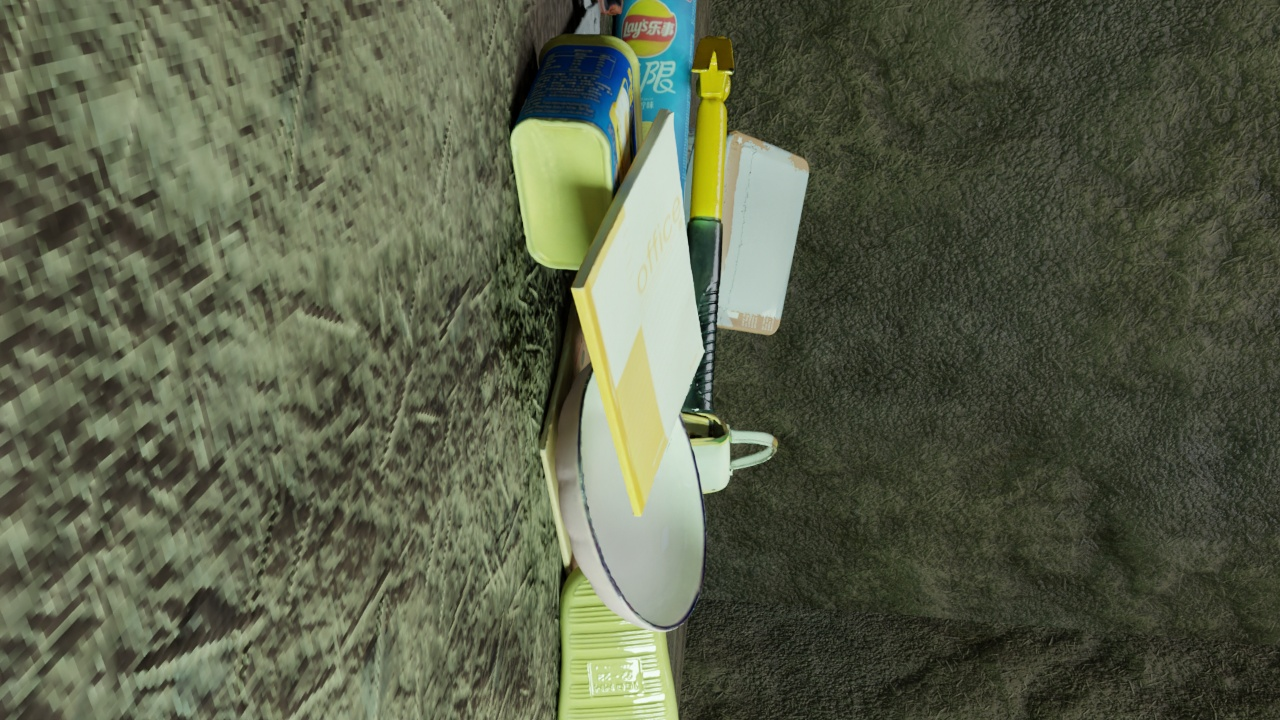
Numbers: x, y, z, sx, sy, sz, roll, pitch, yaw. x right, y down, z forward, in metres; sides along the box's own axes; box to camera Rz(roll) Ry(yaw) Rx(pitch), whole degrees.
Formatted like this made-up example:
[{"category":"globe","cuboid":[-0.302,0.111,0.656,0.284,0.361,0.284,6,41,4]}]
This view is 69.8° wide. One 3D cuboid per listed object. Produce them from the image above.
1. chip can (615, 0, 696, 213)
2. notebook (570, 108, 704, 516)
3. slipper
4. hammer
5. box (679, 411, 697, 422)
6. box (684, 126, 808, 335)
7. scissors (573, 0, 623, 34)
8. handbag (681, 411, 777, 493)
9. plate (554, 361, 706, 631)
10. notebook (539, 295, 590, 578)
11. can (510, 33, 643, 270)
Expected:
[{"category":"chip can","cuboid":[0.008,-0.216,0.782,0.071,0.071,0.210,-24,118,-83]},{"category":"notebook","cuboid":[0.006,-0.021,0.545,0.206,0.010,0.145,78,27,-48]},{"category":"slipper","cuboid":[-0.017,0.231,0.703,0.081,0.092,0.191,-73,161,-76]},{"category":"hammer","cuboid":[0.051,-0.109,0.726,0.129,0.033,0.300,38,56,-84]},{"category":"box","cuboid":[0.023,0.112,0.969,0.168,0.078,0.091,-68,144,-71]},{"category":"box","cuboid":[0.078,-0.124,0.882,0.150,0.166,0.182,-48,153,-83]},{"category":"scissors","cuboid":[-0.031,-0.234,0.649,0.225,0.015,0.188,82,12,-64]},{"category":"handbag","cuboid":[0.083,0.114,1.168,0.163,0.179,0.063,80,9,-60]},{"category":"plate","cuboid":[-0.009,0.089,0.630,0.192,0.039,0.192,45,38,-51]},{"category":"notebook","cuboid":[-0.048,0.069,0.689,0.208,0.008,0.147,86,9,-49]},{"category":"can","cuboid":[-0.033,-0.112,0.505,0.102,0.057,0.083,86,12,-46]}]
